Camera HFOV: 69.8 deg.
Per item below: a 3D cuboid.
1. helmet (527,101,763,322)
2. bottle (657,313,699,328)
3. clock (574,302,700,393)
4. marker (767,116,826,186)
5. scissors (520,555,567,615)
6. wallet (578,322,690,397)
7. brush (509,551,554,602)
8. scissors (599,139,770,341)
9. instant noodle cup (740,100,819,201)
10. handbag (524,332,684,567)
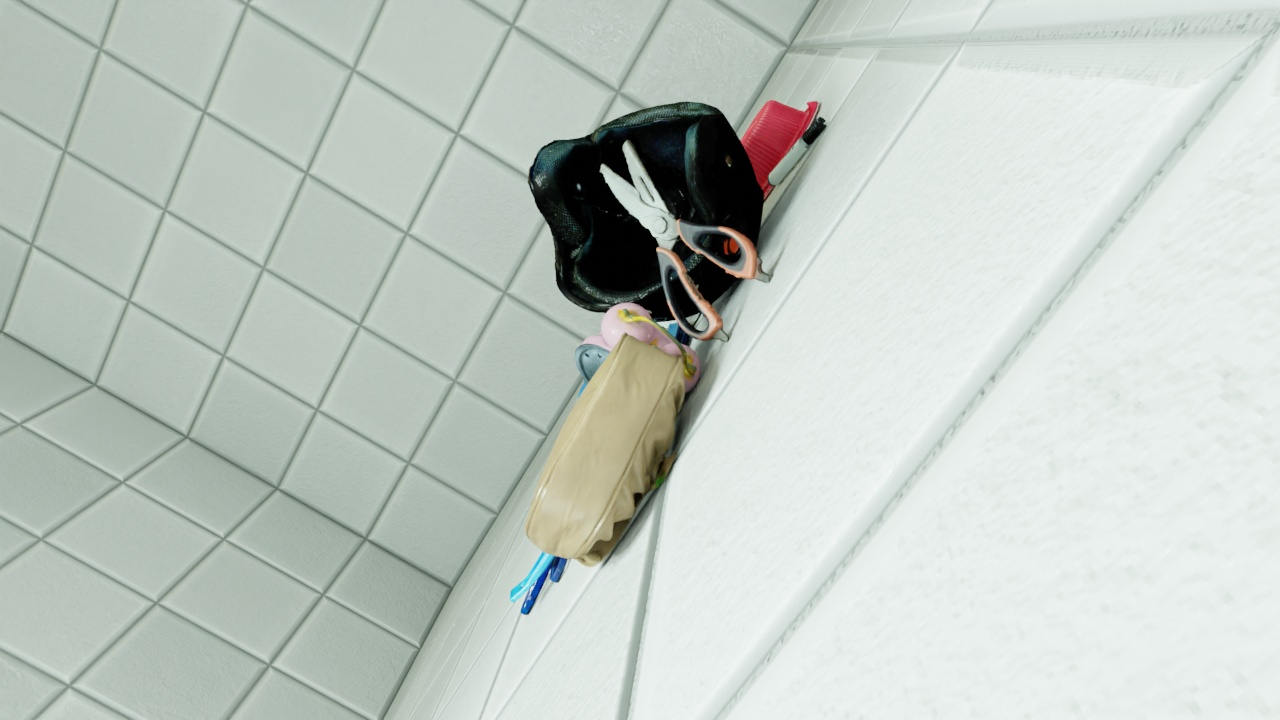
[{"bbox_3d":[0.021,-0.155,1.028,0.234,0.230,0.274,2,69,36],"label":"helmet"},{"bbox_3d":[0.049,-0.074,1.177,0.108,0.063,0.063,-58,5,16],"label":"bottle"},{"bbox_3d":[0.000,0.002,0.920,0.059,0.117,0.159,-48,-2,-24],"label":"clock"},{"bbox_3d":[0.190,-0.253,1.120,0.022,0.018,0.131,-52,1,-27],"label":"marker"},{"bbox_3d":[-0.100,0.227,1.091,0.172,0.012,0.162,-64,8,-6],"label":"scissors"},{"bbox_3d":[-0.007,0.007,1.126,0.133,0.040,0.106,-22,22,24],"label":"wallet"},{"bbox_3d":[-0.073,0.167,1.019,0.255,0.046,0.083,-57,11,10],"label":"brush"},{"bbox_3d":[0.038,-0.120,0.883,0.015,0.216,0.196,-9,-75,-55],"label":"scissors"},{"bbox_3d":[0.168,-0.288,1.277,0.194,0.066,0.193,-59,5,8],"label":"instant noodle cup"},{"bbox_3d":[-0.026,0.084,0.808,0.204,0.100,0.148,-61,-2,-28],"label":"handbag"}]
